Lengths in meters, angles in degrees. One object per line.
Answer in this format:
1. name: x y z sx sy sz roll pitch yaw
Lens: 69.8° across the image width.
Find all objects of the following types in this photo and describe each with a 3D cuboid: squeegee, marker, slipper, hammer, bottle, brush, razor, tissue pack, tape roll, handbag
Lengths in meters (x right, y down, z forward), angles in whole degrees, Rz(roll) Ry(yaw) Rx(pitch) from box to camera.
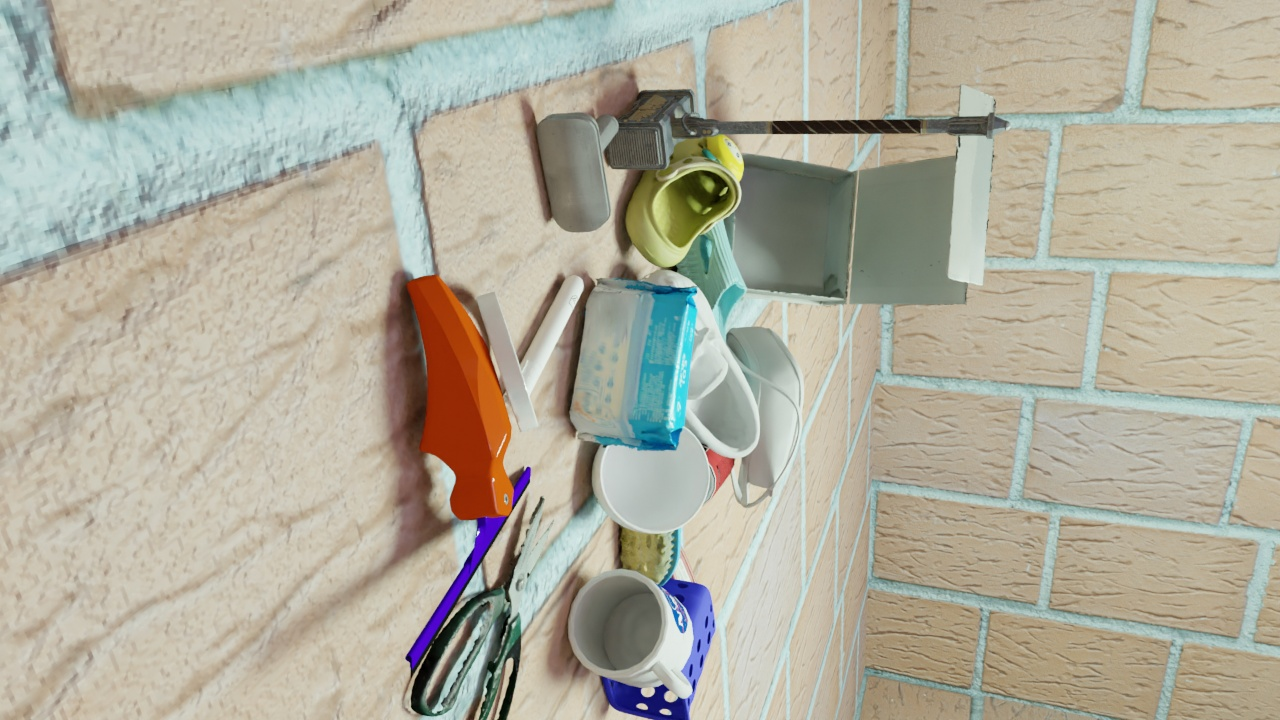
1. squeegee: -0.107 0.038 0.562 0.249 0.055 0.185 -65 143 -72
2. marker: -0.072 -0.019 0.698 0.020 0.017 0.133 71 31 -43
3. slipper: 0.054 0.012 0.905 0.112 0.075 0.247 -50 133 -22
4. hammer: 0.136 -0.196 0.770 0.098 0.322 0.044 -57 146 -51
5. bottle: 0.071 0.116 1.035 0.176 0.062 0.062 -23 116 -73
6. brush: 0.024 0.201 0.990 0.040 0.030 0.172 -50 127 -54
7. slipper: 0.080 -0.073 0.997 0.115 0.069 0.276 -12 101 -73
8. slipper: 0.051 -0.169 0.877 0.091 0.082 0.190 49 48 -22
9. razor: -0.040 -0.166 0.722 0.116 0.047 0.088 -69 155 -54
10. tissue pack: -0.005 0.005 0.778 0.061 0.093 0.144 28 69 -75
11. tape roll: -0.086 0.001 0.597 0.093 0.013 0.093 161 -89 -82
12. handbag: 0.132 0.087 1.111 0.215 0.095 0.223 -108 -159 -64
13. brush: 0.016 0.162 0.920 0.075 0.055 0.136 -26 120 -60

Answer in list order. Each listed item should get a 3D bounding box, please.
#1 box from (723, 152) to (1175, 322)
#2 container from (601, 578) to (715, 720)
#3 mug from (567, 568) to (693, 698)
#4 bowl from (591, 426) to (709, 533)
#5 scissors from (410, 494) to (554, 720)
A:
1. box: 0.333 -0.141 1.051 0.148 0.507 0.167 3 91 -73
2. container: 0.021 0.288 0.924 0.113 0.085 0.084 -62 150 -48
3. mug: 0.002 0.252 0.819 0.091 0.121 0.090 -43 150 -4
4. bowl: 0.005 0.104 0.830 0.054 0.104 0.104 160 -59 -68
5. scissors: -0.108 0.180 0.656 0.154 0.015 0.209 52 48 -59
